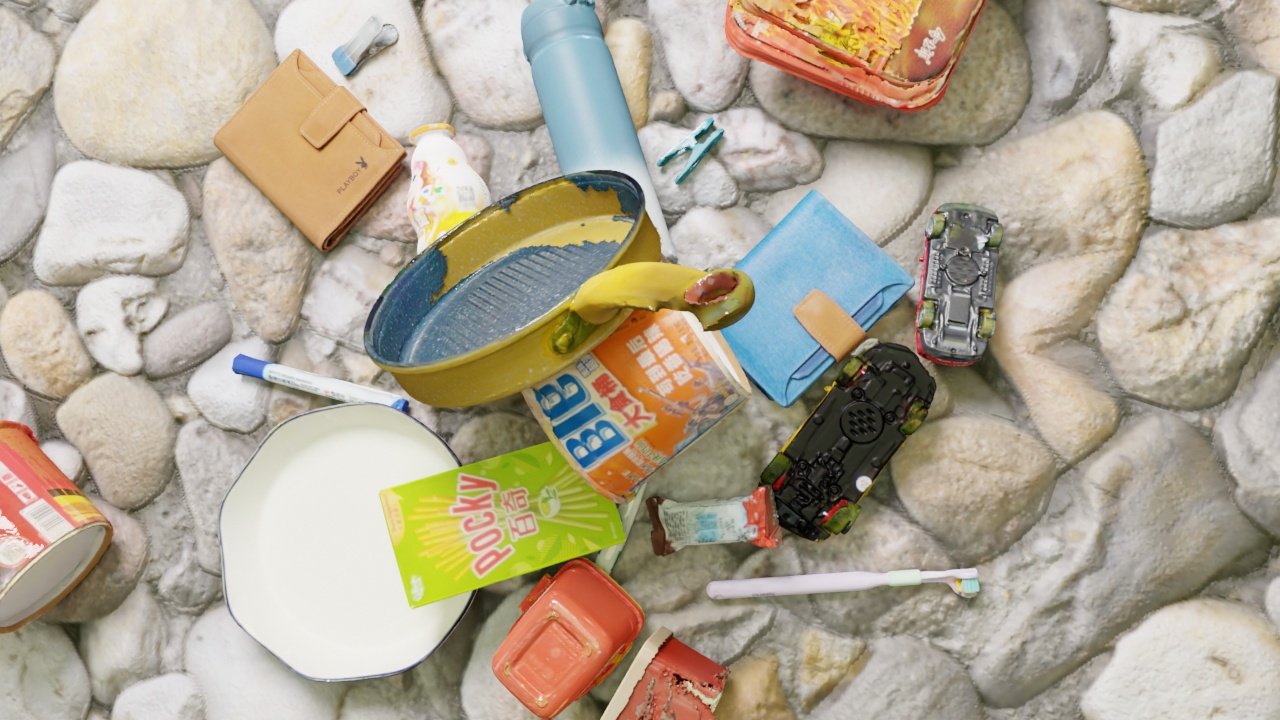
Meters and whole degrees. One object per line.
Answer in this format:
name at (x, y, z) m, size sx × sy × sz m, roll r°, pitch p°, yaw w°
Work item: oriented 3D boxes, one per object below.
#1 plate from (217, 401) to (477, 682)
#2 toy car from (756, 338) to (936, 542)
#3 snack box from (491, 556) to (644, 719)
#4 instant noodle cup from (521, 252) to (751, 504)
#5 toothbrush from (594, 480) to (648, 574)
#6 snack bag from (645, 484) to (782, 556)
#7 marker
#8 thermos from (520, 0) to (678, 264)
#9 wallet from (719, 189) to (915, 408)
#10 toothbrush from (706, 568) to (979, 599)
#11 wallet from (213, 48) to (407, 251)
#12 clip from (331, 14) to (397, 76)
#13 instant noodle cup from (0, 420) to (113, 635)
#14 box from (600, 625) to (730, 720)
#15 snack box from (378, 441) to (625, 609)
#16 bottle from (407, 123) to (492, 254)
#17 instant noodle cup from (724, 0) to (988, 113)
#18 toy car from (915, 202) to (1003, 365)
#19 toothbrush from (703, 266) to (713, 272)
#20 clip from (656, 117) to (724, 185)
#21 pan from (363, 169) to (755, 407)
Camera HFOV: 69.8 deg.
plate at (-0.212, 0.134, 0.690) m, size 0.205 × 0.045 × 0.205 m, roll -1°, pitch 86°, yaw 7°
toy car at (0.146, 0.058, 0.648) m, size 0.071 × 0.041 × 0.156 m, roll 36°, pitch 96°, yaw 9°
snack box at (-0.054, 0.194, 0.641) m, size 0.082 × 0.080 × 0.091 m, roll 41°, pitch 100°, yaw 9°
instant noodle cup at (-0.004, 0.004, 0.612) m, size 0.111 × 0.151 × 0.151 m, roll -34°, pitch 82°, yaw 10°
toothbrush at (0.006, 0.075, 0.681) m, size 0.016 × 0.018 × 0.191 m, roll 23°, pitch 91°, yaw 9°
snack bag at (0.050, 0.115, 0.653) m, size 0.105 × 0.026 × 0.045 m, roll -11°, pitch 91°, yaw 30°
marker at (-0.251, 0.019, 0.719) m, size 0.146 × 0.017 × 0.017 m, roll 14°, pitch 87°, yaw 9°
thermos at (-0.035, -0.165, 0.683) m, size 0.070 × 0.070 × 0.220 m, roll -19°, pitch 82°, yaw 6°
wallet at (0.115, -0.044, 0.665) m, size 0.133 × 0.040 × 0.106 m, roll -44°, pitch 77°, yaw 4°
toothbrush at (0.141, 0.161, 0.653) m, size 0.189 × 0.029 × 0.021 m, roll -4°, pitch 44°, yaw 9°
wallet at (-0.261, -0.168, 0.730) m, size 0.132 × 0.031 × 0.108 m, roll 44°, pitch 94°, yaw 8°
clip at (-0.223, -0.254, 0.740) m, size 0.057 × 0.028 × 0.024 m, roll -36°, pitch 79°, yaw 13°
instant noodle cup at (-0.481, 0.131, 0.687) m, size 0.108 × 0.138 × 0.138 m, roll 38°, pitch 91°, yaw 3°
box at (0.001, 0.279, 0.625) m, size 0.078 × 0.091 × 0.168 m, roll 29°, pitch 90°, yaw 12°
snack box at (-0.096, 0.110, 0.648) m, size 0.156 × 0.026 × 0.085 m, roll -15°, pitch 84°, yaw -12°
bottle at (-0.145, -0.122, 0.693) m, size 0.063 × 0.063 × 0.108 m, roll -15°, pitch 83°, yaw 6°
instant noodle cup at (0.164, -0.272, 0.655) m, size 0.164 × 0.079 × 0.188 m, roll 26°, pitch 88°, yaw 9°
toy car at (0.221, -0.053, 0.645) m, size 0.053 × 0.045 × 0.120 m, roll 12°, pitch 75°, yaw 6°
toothbrush at (-0.027, -0.024, 0.695) m, size 0.186 × 0.012 × 0.017 m, roll -29°, pitch 71°, yaw 5°
clip at (0.039, -0.161, 0.696) m, size 0.056 × 0.014 × 0.041 m, roll -45°, pitch 82°, yaw 2°
pan at (-0.044, -0.042, 0.506) m, size 0.197 × 0.358 × 0.078 m, roll -41°, pitch 123°, yaw -16°
